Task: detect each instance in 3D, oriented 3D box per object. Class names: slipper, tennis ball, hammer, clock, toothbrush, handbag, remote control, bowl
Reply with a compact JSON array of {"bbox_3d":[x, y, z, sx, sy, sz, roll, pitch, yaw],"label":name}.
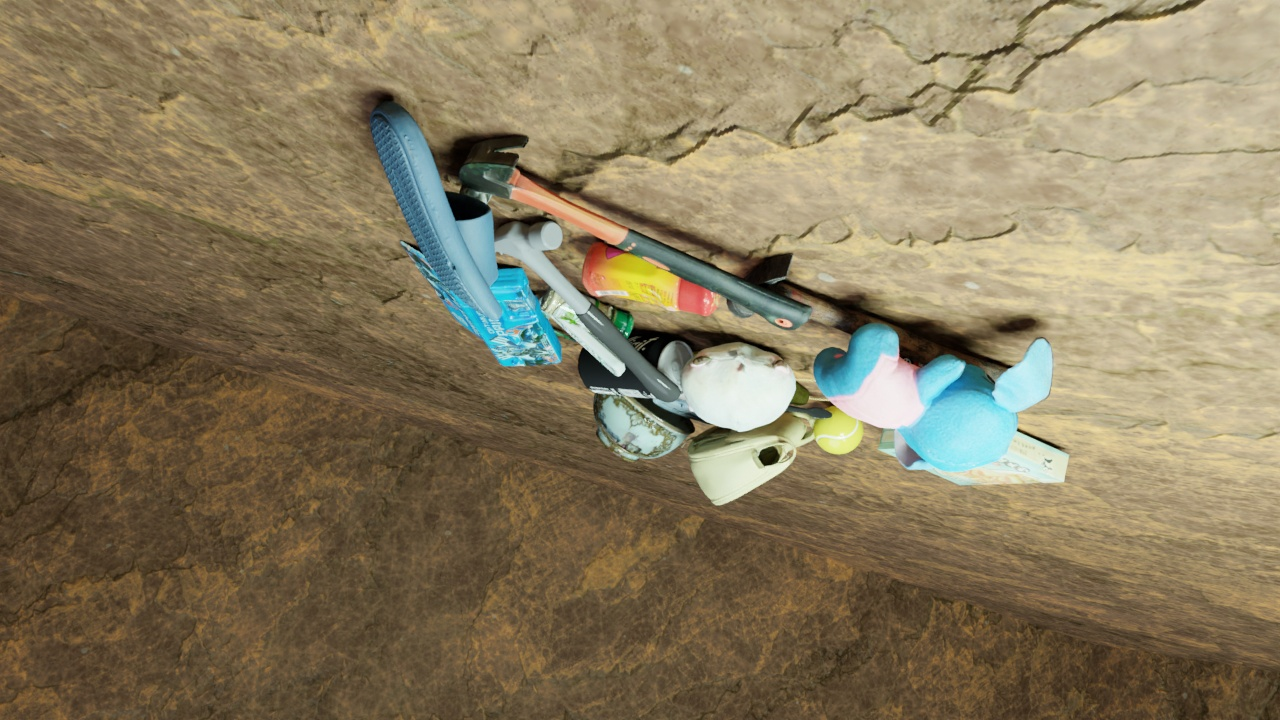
[{"bbox_3d":[-0.171,-0.129,0.803,0.104,0.059,0.214,29,148,48],"label":"slipper"},{"bbox_3d":[0.264,0.093,1.227,0.065,0.065,0.065,16,166,4],"label":"tennis ball"},{"bbox_3d":[-0.002,-0.104,0.812,0.333,0.033,0.133,24,162,-8],"label":"hammer"},{"bbox_3d":[0.088,0.043,1.257,0.116,0.058,0.158,22,165,-22],"label":"clock"},{"bbox_3d":[0.157,0.056,1.196,0.188,0.014,0.017,10,172,-1],"label":"toothbrush"},{"bbox_3d":[0.147,0.122,1.275,0.191,0.088,0.232,-27,178,23],"label":"handbag"},{"bbox_3d":[0.225,0.040,1.157,0.178,0.027,0.084,3,162,38],"label":"handbag"},{"bbox_3d":[0.253,-0.021,0.886,0.330,0.033,0.120,19,165,-10],"label":"hammer"},{"bbox_3d":[-0.070,-0.033,1.132,0.133,0.022,0.050,42,174,9],"label":"remote control"},{"bbox_3d":[-0.053,-0.044,1.020,0.125,0.029,0.311,3,147,44],"label":"hammer"},{"bbox_3d":[-0.010,0.090,1.343,0.160,0.094,0.159,35,-170,-7],"label":"bowl"}]

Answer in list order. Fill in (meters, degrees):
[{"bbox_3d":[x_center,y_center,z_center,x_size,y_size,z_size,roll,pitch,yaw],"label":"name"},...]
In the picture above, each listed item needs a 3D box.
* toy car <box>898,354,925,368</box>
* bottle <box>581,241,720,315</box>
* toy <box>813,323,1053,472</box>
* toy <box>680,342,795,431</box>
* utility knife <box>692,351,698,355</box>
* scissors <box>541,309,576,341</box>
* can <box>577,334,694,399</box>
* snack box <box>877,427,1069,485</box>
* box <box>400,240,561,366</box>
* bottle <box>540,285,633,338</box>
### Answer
[{"bbox_3d":[0.299,0.011,0.963,0.089,0.025,0.038,18,166,-3],"label":"toy car"},{"bbox_3d":[0.013,-0.079,0.905,0.134,0.048,0.071,13,165,15],"label":"bottle"},{"bbox_3d":[0.267,0.032,0.859,0.191,0.098,0.225,28,152,-3],"label":"toy"},{"bbox_3d":[0.116,0.043,1.119,0.139,0.101,0.180,3,158,0],"label":"toy"},{"bbox_3d":[0.018,0.000,1.238,0.175,0.028,0.020,2,156,45],"label":"utility knife"},{"bbox_3d":[-0.140,-0.052,1.258,0.127,0.011,0.123,23,165,-19],"label":"scissors"},{"bbox_3d":[-0.007,0.007,1.186,0.146,0.080,0.080,3,161,43],"label":"can"},{"bbox_3d":[0.422,0.117,1.181,0.141,0.044,0.194,23,166,-16],"label":"snack box"},{"bbox_3d":[-0.205,-0.059,1.185,0.176,0.059,0.244,15,161,12],"label":"box"},{"bbox_3d":[-0.064,-0.057,1.094,0.110,0.042,0.043,23,165,-18],"label":"bottle"}]
